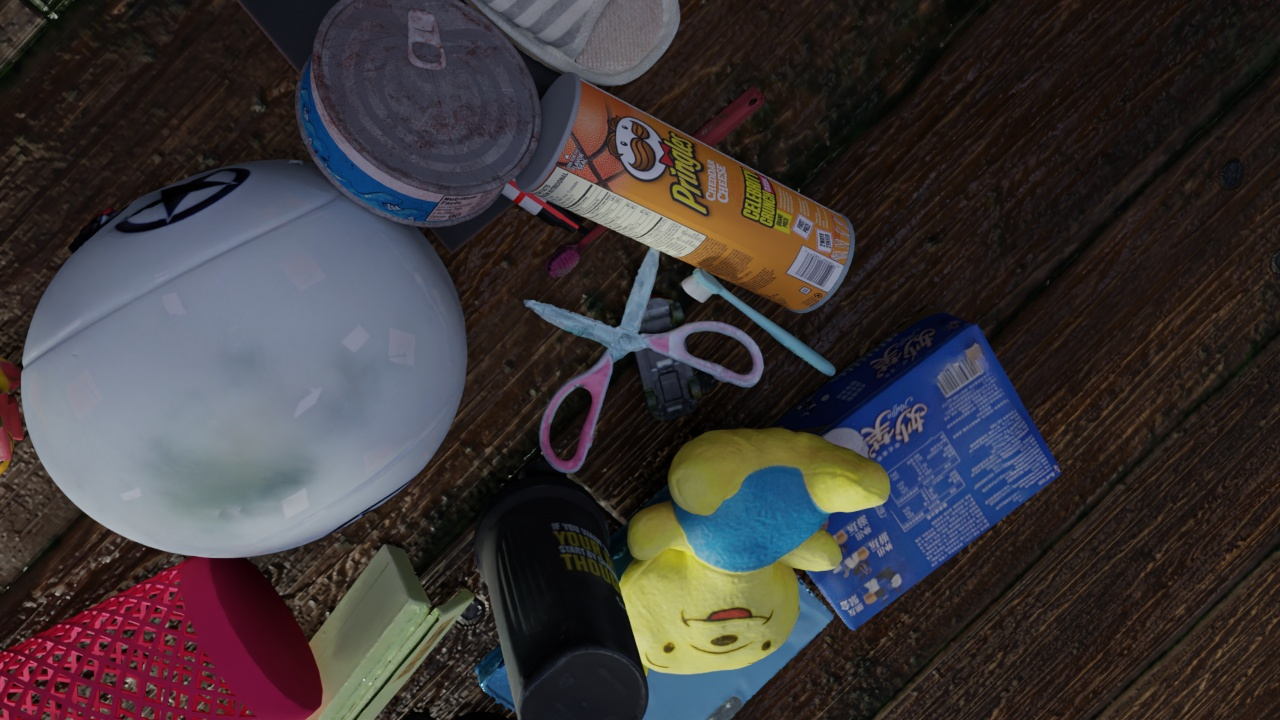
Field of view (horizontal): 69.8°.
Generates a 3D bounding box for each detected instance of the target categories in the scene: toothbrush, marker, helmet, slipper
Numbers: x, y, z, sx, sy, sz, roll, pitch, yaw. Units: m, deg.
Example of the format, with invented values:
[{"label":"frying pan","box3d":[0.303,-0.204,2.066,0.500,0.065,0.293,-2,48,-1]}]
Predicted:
[{"label":"toothbrush","box3d":[0.010,-0.120,0.625,0.190,0.016,0.016,-40,110,1]},{"label":"toothbrush","box3d":[0.089,-0.022,0.642,0.017,0.016,0.180,-39,137,23]},{"label":"marker","box3d":[-0.092,-0.121,0.588,0.145,0.019,0.019,32,97,-20]},{"label":"helmet","box3d":[-0.231,0.014,0.531,0.264,0.163,0.237,-27,110,-4]},{"label":"slipper","box3d":[-0.086,-0.271,0.532,0.272,0.054,0.114,37,91,-22]}]

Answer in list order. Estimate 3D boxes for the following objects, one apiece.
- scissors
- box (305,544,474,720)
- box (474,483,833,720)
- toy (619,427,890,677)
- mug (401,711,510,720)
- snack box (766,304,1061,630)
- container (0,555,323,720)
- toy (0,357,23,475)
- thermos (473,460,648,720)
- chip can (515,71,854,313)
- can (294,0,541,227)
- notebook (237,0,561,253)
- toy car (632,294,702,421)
[{"label":"scissors","box3d":[-0.003,0.004,0.627,0.172,0.013,0.170,18,94,-9]},{"label":"box","box3d":[-0.205,0.228,0.652,0.090,0.077,0.188,38,96,-21]},{"label":"box","box3d":[0.011,0.217,0.714,0.231,0.047,0.177,-43,103,2]},{"label":"toy","box3d":[0.060,0.133,0.620,0.149,0.083,0.214,6,125,-12]},{"label":"mug","box3d":[-0.137,0.307,0.678,0.113,0.088,0.078,41,94,-6]},{"label":"snack box","box3d":[0.192,0.081,0.702,0.203,0.069,0.155,-37,111,0]},{"label":"container","box3d":[-0.334,0.232,0.575,0.225,0.183,0.183,-33,111,-10]},{"label":"toy","box3d":[-0.391,0.026,0.543,0.046,0.084,0.104,-17,131,-41]},{"label":"thermos","box3d":[-0.055,0.150,0.584,0.098,0.220,0.098,-4,109,-13]},{"label":"chip can","box3d":[0.033,-0.101,0.588,0.215,0.075,0.075,21,101,-27]},{"label":"can","box3d":[-0.124,-0.144,0.522,0.129,0.044,0.129,12,67,-29]},{"label":"notebook","box3d":[-0.131,-0.191,0.573,0.141,0.008,0.209,-38,111,0]},{"label":"toy car","box3d":[0.015,-0.003,0.651,0.042,0.036,0.091,-17,109,-7]}]
